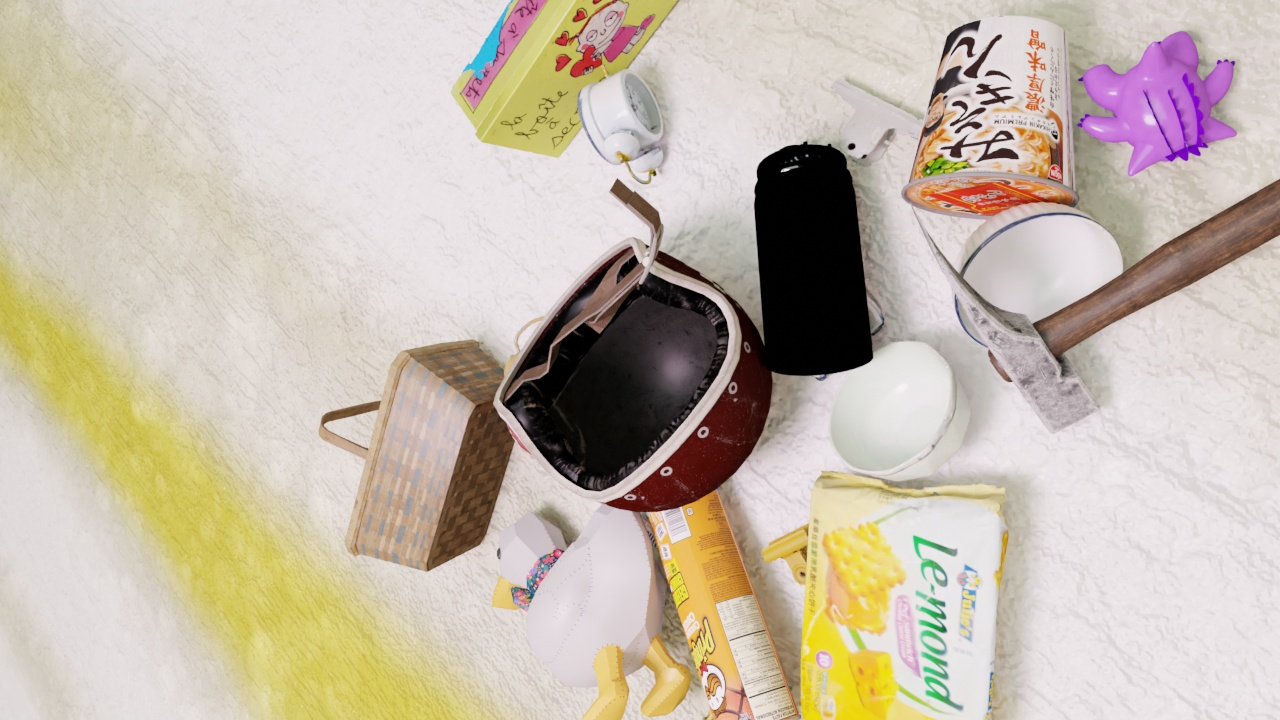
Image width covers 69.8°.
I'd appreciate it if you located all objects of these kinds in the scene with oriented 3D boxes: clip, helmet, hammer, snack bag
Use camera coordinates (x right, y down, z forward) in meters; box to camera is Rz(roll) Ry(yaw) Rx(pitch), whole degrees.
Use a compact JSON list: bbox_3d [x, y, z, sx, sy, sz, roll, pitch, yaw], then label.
[{"bbox_3d":[0.193,-0.196,0.777,0.102,0.046,0.056,38,100,29],"label":"clip"},{"bbox_3d":[0.141,0.180,0.838,0.054,0.044,0.049,-34,48,30],"label":"clip"},{"bbox_3d":[-0.004,0.005,0.796,0.253,0.233,0.233,39,101,-15],"label":"helmet"},{"bbox_3d":[0.354,-0.097,0.606,0.301,0.037,0.217,-34,118,21],"label":"hammer"},{"bbox_3d":[0.218,0.214,0.760,0.160,0.068,0.247,6,96,34],"label":"snack bag"}]

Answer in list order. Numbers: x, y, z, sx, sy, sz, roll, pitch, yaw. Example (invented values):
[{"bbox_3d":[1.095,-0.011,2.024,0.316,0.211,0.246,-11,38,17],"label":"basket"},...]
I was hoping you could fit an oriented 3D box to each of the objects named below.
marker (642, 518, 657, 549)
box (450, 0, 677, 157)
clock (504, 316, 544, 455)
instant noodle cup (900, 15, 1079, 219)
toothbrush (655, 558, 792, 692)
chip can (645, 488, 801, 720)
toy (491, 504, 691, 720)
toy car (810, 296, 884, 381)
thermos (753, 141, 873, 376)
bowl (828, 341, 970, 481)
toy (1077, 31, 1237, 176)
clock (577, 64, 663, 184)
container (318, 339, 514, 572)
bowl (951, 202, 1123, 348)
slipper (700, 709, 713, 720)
[{"bbox_3d":[0.036,0.194,0.920,0.145,0.017,0.017,33,110,30],"label":"marker"},{"bbox_3d":[-0.078,-0.313,0.913,0.221,0.124,0.082,-48,64,26],"label":"box"},{"bbox_3d":[-0.094,0.030,0.964,0.117,0.081,0.158,-31,75,33],"label":"clock"},{"bbox_3d":[0.265,-0.179,0.684,0.124,0.123,0.121,5,86,35],"label":"instant noodle cup"},{"bbox_3d":[0.080,0.255,0.893,0.180,0.016,0.016,42,115,25],"label":"toothbrush"},{"bbox_3d":[0.073,0.229,0.838,0.075,0.075,0.215,-34,64,32],"label":"chip can"},{"bbox_3d":[-0.058,0.234,0.921,0.267,0.140,0.247,52,128,38],"label":"toy"},{"bbox_3d":[0.172,-0.020,0.806,0.090,0.027,0.038,-48,68,27],"label":"toy car"},{"bbox_3d":[0.141,-0.094,0.771,0.086,0.086,0.198,-14,70,35],"label":"thermos"},{"bbox_3d":[0.217,0.048,0.745,0.118,0.061,0.117,-34,40,34],"label":"bowl"},{"bbox_3d":[0.364,-0.180,0.642,0.106,0.055,0.088,-21,89,14],"label":"toy"},{"bbox_3d":[-0.016,-0.225,0.897,0.057,0.083,0.117,-20,79,28],"label":"clock"},{"bbox_3d":[-0.259,0.095,1.044,0.186,0.157,0.250,25,106,20],"label":"container"},{"bbox_3d":[0.287,-0.070,0.687,0.118,0.118,0.062,-47,22,28],"label":"bowl"},{"bbox_3d":[0.073,0.388,0.867,0.092,0.081,0.191,34,108,27],"label":"slipper"}]
